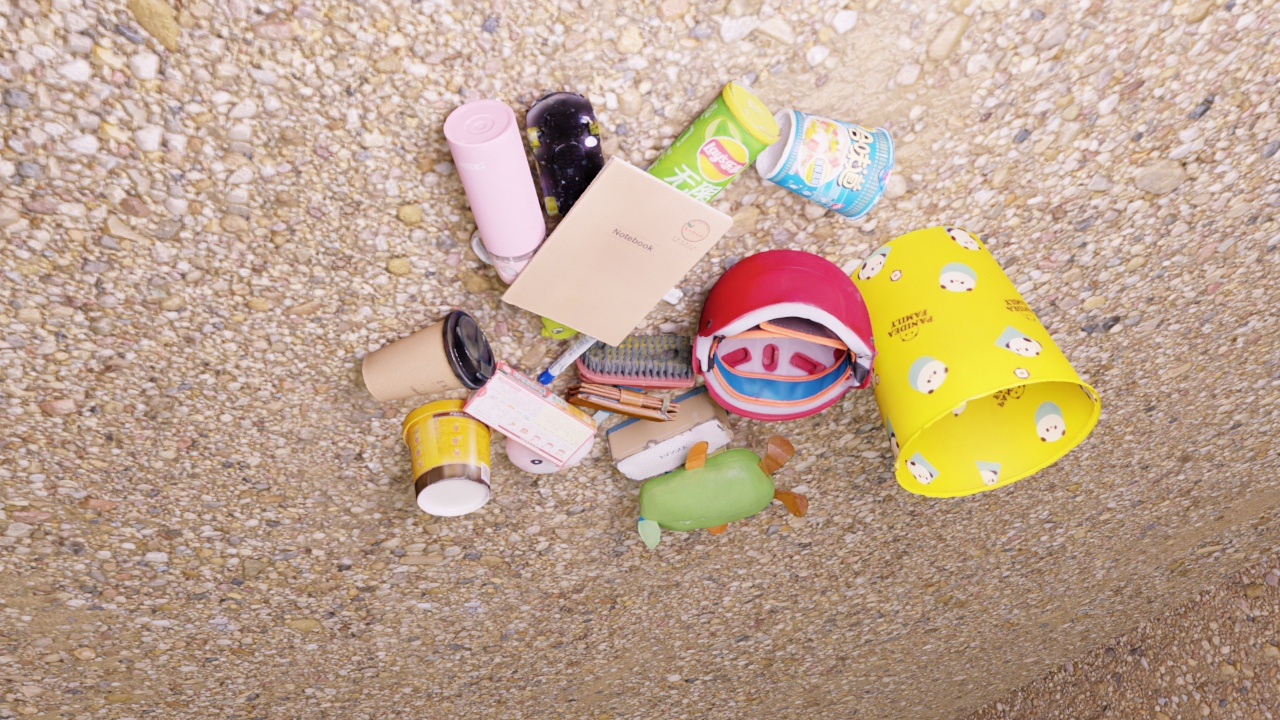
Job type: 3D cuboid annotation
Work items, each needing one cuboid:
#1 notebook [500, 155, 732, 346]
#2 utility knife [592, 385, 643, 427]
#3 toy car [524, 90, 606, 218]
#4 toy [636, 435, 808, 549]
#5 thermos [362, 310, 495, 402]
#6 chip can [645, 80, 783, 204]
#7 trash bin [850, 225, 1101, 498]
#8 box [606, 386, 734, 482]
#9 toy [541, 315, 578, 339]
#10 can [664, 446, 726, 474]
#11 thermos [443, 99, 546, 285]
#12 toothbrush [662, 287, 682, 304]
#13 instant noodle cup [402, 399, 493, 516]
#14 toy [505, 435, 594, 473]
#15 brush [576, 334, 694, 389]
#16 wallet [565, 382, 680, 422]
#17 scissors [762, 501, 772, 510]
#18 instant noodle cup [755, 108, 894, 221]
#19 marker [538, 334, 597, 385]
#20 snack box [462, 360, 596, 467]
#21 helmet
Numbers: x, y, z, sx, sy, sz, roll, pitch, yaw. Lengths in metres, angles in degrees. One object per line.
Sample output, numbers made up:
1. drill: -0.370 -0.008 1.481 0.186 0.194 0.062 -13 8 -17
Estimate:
1. notebook: -0.026 -0.101 0.929 0.147 0.008 0.208 22 131 -30
2. utility knife: -0.027 0.048 1.230 0.034 0.018 0.219 26 129 -25
3. toy car: -0.067 -0.196 0.883 0.070 0.042 0.158 -12 144 -2
4. toy: 0.108 0.184 1.302 0.247 0.089 0.227 -13 132 5
5. thermos: -0.241 0.001 1.052 0.143 0.093 0.093 -17 143 16
6. chip can: 0.038 -0.176 0.917 0.072 0.072 0.222 22 131 -38
7. trash bin: 0.368 -0.005 1.085 0.229 0.254 0.230 -9 143 -7
8. box: 0.047 0.104 1.294 0.184 0.061 0.090 -26 142 13
9. toy: -0.068 -0.055 1.075 0.100 0.031 0.097 9 138 -33
10. can: 0.084 0.158 1.375 0.102 0.057 0.083 -14 140 0
11. thermos: -0.143 -0.157 0.900 0.087 0.067 0.199 14 148 16
12. toothbrush: -0.020 -0.100 1.044 0.180 0.016 0.016 21 124 -37
13. instant noodle cup: -0.246 0.130 1.190 0.118 0.114 0.119 -9 143 -7
14. toy: -0.134 0.099 1.239 0.121 0.054 0.159 -23 134 11
15. brush: -0.007 0.007 1.136 0.146 0.063 0.069 2 141 -1
16. wallet: -0.023 0.055 1.164 0.130 0.035 0.119 13 168 -13
17. scissors: 0.184 0.209 1.503 0.144 0.019 0.180 -36 136 27
18. instant noodle cup: 0.180 -0.202 0.916 0.110 0.099 0.099 14 136 -19
19. marker: -0.086 -0.006 1.117 0.017 0.016 0.146 11 150 -29
20. snack box: -0.140 0.070 1.172 0.155 0.027 0.077 34 115 -23
21. helmet: 0.166 -0.038 1.076 0.207 0.143 0.240 4 151 1
